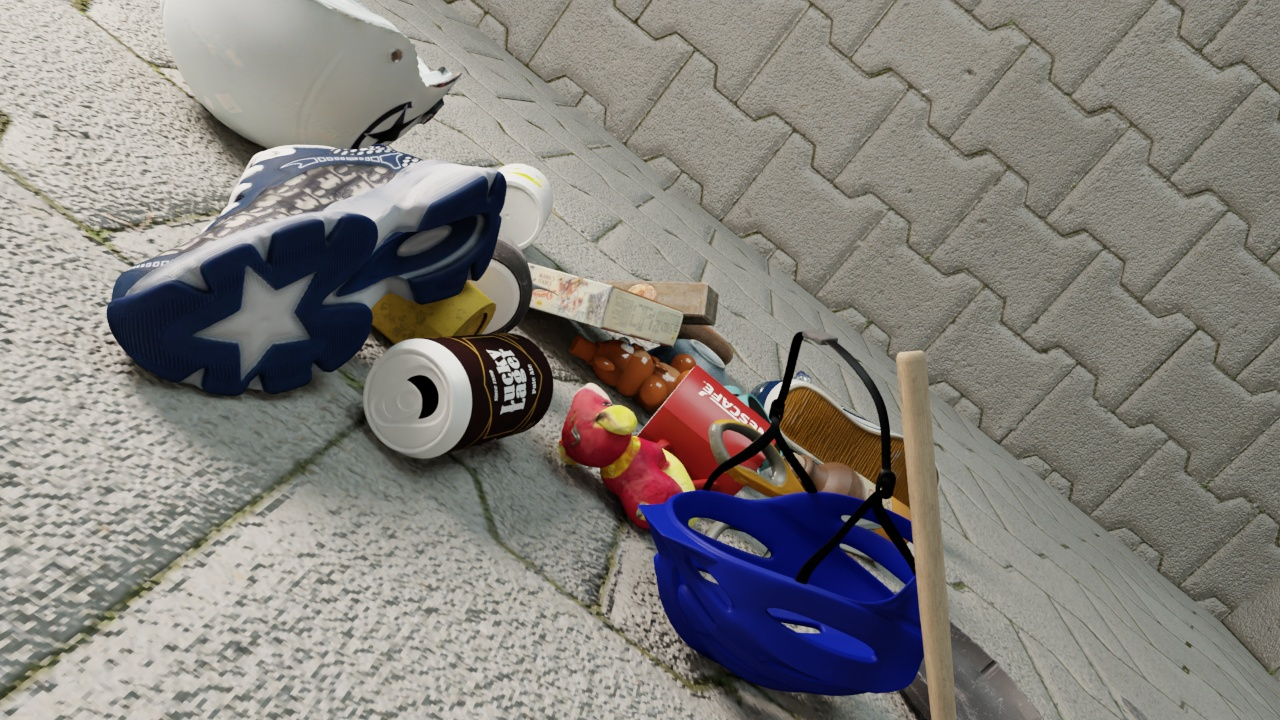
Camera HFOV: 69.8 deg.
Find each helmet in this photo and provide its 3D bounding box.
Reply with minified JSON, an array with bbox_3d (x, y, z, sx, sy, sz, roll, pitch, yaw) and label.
[{"bbox_3d":[0.118,0.102,0.589,0.241,0.228,0.148,16,10,-25],"label":"helmet"},{"bbox_3d":[-0.297,-0.266,0.801,0.236,0.164,0.263,41,9,-9],"label":"helmet"}]

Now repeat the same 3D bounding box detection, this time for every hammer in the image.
[{"bbox_3d":[0.047,-0.036,1.089,0.158,0.037,0.300,4,-10,23],"label":"hammer"},{"bbox_3d":[0.172,0.159,0.521,0.031,0.331,0.119,-3,0,33],"label":"hammer"}]

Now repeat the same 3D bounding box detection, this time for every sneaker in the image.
[{"bbox_3d":[-0.205,-0.076,0.548,0.132,0.103,0.268,30,35,17],"label":"sneaker"},{"bbox_3d":[0.257,0.103,1.181,0.294,0.120,0.127,30,-5,-21],"label":"sneaker"}]

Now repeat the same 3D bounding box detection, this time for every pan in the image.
[{"bbox_3d":[0.229,0.235,0.817,0.357,0.040,0.207,47,18,27],"label":"pan"}]

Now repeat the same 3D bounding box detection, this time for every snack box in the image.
[{"bbox_3d":[-0.054,-0.058,0.890,0.147,0.041,0.143,18,3,29],"label":"snack box"}]

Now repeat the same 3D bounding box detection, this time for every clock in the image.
[{"bbox_3d":[-0.134,-0.061,0.721,0.122,0.091,0.043,37,15,-29],"label":"clock"},{"bbox_3d":[0.105,0.072,0.936,0.090,0.053,0.124,58,18,-16],"label":"clock"}]

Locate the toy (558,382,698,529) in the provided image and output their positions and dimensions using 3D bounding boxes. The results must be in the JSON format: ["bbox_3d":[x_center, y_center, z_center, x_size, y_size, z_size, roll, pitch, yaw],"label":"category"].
[{"bbox_3d":[-0.006,0.083,0.689,0.137,0.067,0.105,45,14,-29],"label":"toy"}]

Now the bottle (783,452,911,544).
[{"bbox_3d":[0.212,0.148,0.971,0.157,0.068,0.067,34,17,-19],"label":"bottle"}]

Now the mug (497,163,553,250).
[{"bbox_3d":[-0.144,-0.174,1.039,0.082,0.083,0.106,35,17,-13],"label":"mug"}]

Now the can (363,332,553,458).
[{"bbox_3d":[-0.112,0.019,0.586,0.072,0.072,0.128,43,16,13],"label":"can"}]

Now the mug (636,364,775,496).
[{"bbox_3d":[0.051,0.076,0.800,0.096,0.081,0.116,40,44,2],"label":"mug"}]

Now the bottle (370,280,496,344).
[{"bbox_3d":[-0.189,-0.067,0.662,0.164,0.071,0.071,40,16,4],"label":"bottle"}]

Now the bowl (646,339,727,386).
[{"bbox_3d":[0.060,0.013,1.029,0.110,0.055,0.110,36,15,-12],"label":"bowl"}]

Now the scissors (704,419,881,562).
[{"bbox_3d":[0.129,0.140,0.762,0.225,0.016,0.165,35,57,-25],"label":"scissors"}]

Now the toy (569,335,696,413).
[{"bbox_3d":[-0.005,0.005,0.891,0.127,0.065,0.095,28,9,-18],"label":"toy"}]
